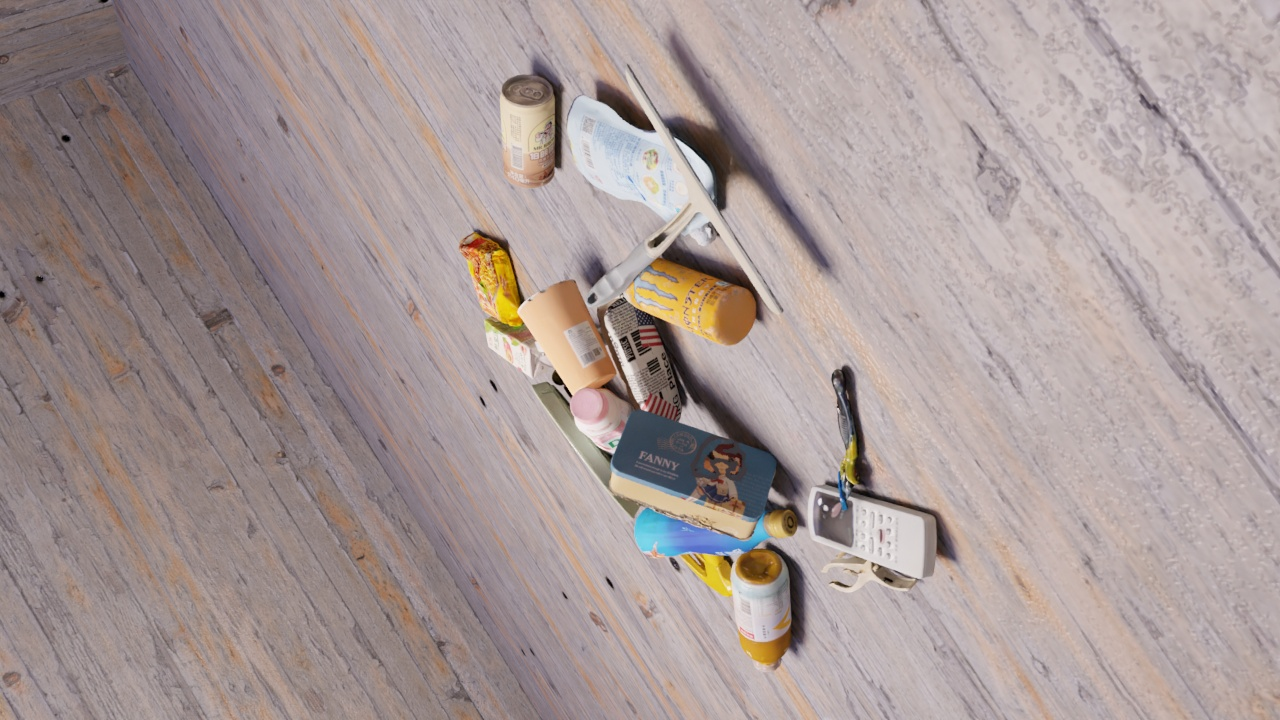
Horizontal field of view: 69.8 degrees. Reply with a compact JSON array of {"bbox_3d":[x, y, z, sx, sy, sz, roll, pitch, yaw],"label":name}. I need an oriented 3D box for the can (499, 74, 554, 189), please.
[{"bbox_3d":[-0.123,-0.248,1.006,0.058,0.058,0.116,45,151,26],"label":"can"}]

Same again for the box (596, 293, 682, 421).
[{"bbox_3d":[-0.006,0.006,1.043,0.076,0.086,0.162,-14,104,24],"label":"box"}]

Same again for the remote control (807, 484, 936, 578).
[{"bbox_3d":[0.215,0.159,0.868,0.150,0.021,0.058,8,99,57],"label":"remote control"}]

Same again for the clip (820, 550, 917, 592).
[{"bbox_3d":[0.226,0.207,0.913,0.100,0.034,0.072,-28,92,56],"label":"clip"}]

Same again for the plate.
[{"bbox_3d":[-0.071,0.118,1.258,0.230,0.027,0.230,53,177,4],"label":"plate"}]

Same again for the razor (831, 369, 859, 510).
[{"bbox_3d":[0.189,0.069,0.842,0.042,0.022,0.143,-78,-20,-59],"label":"razor"}]

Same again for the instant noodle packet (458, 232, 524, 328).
[{"bbox_3d":[-0.215,-0.115,1.331,0.111,0.044,0.128,32,144,50],"label":"instant noodle packet"}]

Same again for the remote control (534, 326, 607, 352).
[{"bbox_3d":[-0.084,-0.027,1.178,0.135,0.056,0.019,6,120,59],"label":"remote control"}]

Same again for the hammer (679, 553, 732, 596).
[{"bbox_3d":[0.061,0.173,1.164,0.129,0.032,0.301,9,126,56],"label":"hammer"}]

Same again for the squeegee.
[{"bbox_3d":[0.011,-0.108,0.869,0.246,0.039,0.247,58,145,5],"label":"squeegee"}]

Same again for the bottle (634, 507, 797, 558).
[{"bbox_3d":[0.086,0.196,1.070,0.219,0.065,0.065,-14,106,45],"label":"bottle"}]

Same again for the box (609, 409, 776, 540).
[{"bbox_3d":[0.049,0.121,0.987,0.184,0.089,0.063,18,144,2],"label":"box"}]

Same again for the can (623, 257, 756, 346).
[{"bbox_3d":[0.046,-0.062,0.909,0.146,0.058,0.058,27,140,47],"label":"can"}]

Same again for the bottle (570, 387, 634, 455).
[{"bbox_3d":[-0.041,0.071,1.103,0.068,0.068,0.197,50,180,17],"label":"bottle"}]

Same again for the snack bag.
[{"bbox_3d":[0.004,-0.182,0.879,0.191,0.038,0.110,34,142,36],"label":"snack bag"}]

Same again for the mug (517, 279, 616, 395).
[{"bbox_3d":[-0.081,-0.024,1.076,0.122,0.078,0.078,60,155,10],"label":"mug"}]

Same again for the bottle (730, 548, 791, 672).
[{"bbox_3d":[0.149,0.309,1.113,0.068,0.067,0.190,33,145,42],"label":"bottle"}]

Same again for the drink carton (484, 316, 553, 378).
[{"bbox_3d":[-0.180,-0.026,1.360,0.122,0.045,0.054,32,138,42],"label":"drink carton"}]

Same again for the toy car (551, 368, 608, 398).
[{"bbox_3d":[-0.070,0.046,1.246,0.158,0.042,0.070,55,155,5],"label":"toy car"}]
